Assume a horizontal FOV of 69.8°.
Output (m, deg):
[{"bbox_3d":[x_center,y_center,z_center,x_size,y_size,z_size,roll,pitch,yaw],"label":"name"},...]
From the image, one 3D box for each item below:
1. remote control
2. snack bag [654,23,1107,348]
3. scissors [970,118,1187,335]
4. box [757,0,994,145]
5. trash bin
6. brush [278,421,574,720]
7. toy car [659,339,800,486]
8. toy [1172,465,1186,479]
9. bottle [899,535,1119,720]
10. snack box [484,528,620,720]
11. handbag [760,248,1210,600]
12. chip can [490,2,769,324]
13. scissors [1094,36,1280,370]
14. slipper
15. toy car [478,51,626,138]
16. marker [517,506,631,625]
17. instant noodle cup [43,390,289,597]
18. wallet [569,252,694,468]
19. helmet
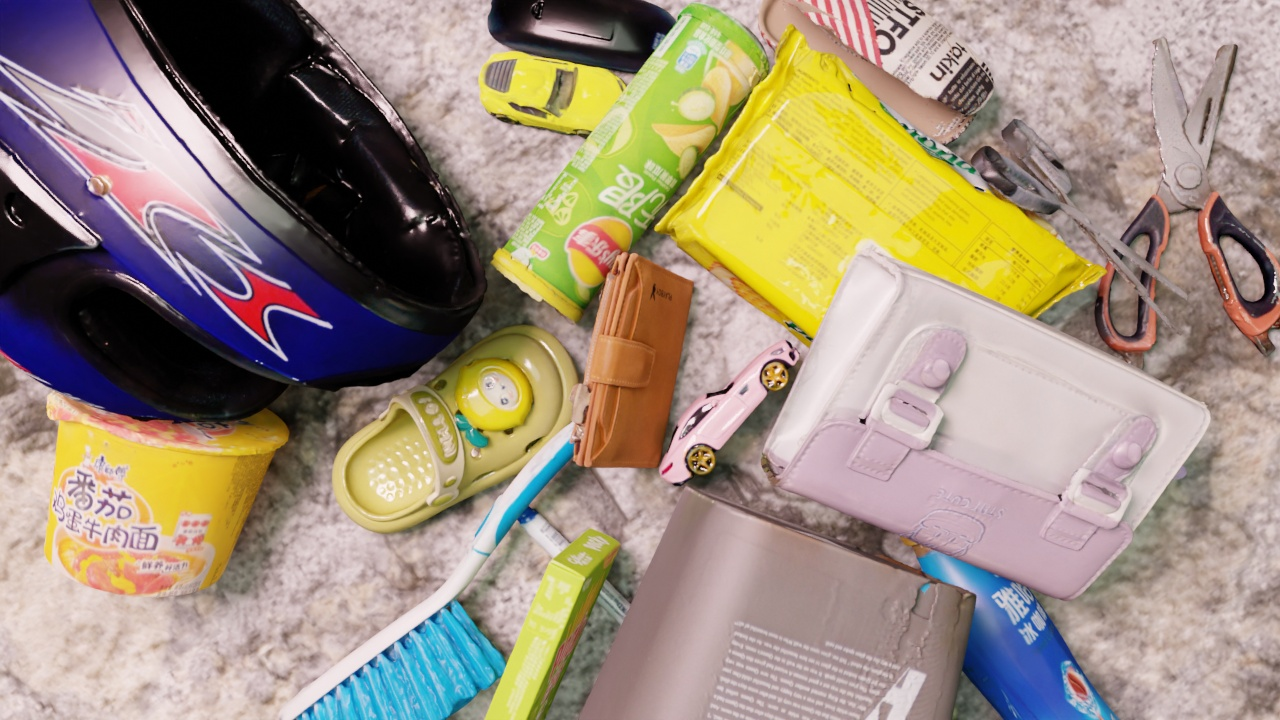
[{"bbox_3d":[-0.041,-0.234,0.635,0.136,0.024,0.053,12,90,5],"label":"remote control"},{"bbox_3d":[0.143,-0.073,0.580,0.246,0.068,0.158,38,102,2],"label":"snack bag"},{"bbox_3d":[0.271,-0.089,0.569,0.181,0.159,0.014,22,135,-22],"label":"scissors"},{"bbox_3d":[0.153,-0.204,0.613,0.163,0.081,0.074,34,60,6],"label":"box"},{"bbox_3d":[0.067,0.203,0.523,0.199,0.199,0.219,21,86,-5],"label":"trash bin"},{"bbox_3d":[-0.119,0.164,0.607,0.315,0.060,0.109,-37,80,7],"label":"brush"},{"bbox_3d":[0.055,0.032,0.603,0.037,0.056,0.122,42,92,-1],"label":"toy car"},{"bbox_3d":[0.282,0.066,0.590,0.108,0.039,0.084,-32,87,8],"label":"toy"},{"bbox_3d":[0.234,0.185,0.576,0.065,0.065,0.218,-35,86,3],"label":"bottle"},{"bbox_3d":[-0.062,0.188,0.581,0.026,0.085,0.156,24,98,10],"label":"snack box"},{"bbox_3d":[0.187,0.041,0.518,0.197,0.098,0.145,22,108,-9],"label":"handbag"},{"bbox_3d":[-0.004,-0.130,0.605,0.072,0.072,0.221,38,92,5],"label":"chip can"},{"bbox_3d":[0.360,-0.097,0.602,0.189,0.015,0.221,-38,84,3],"label":"scissors"},{"bbox_3d":[-0.127,0.051,0.606,0.190,0.081,0.091,-33,88,5],"label":"slipper"},{"bbox_3d":[-0.060,-0.185,0.632,0.105,0.032,0.048,13,89,4],"label":"toy car"},{"bbox_3d":[-0.029,0.154,0.625,0.146,0.017,0.017,43,92,5],"label":"marker"},{"bbox_3d":[-0.315,0.080,0.599,0.138,0.138,0.110,21,97,5],"label":"instant noodle cup"},{"bbox_3d":[-0.003,0.003,0.585,0.031,0.107,0.131,11,88,25],"label":"wallet"},{"bbox_3d":[-0.270,-0.080,0.543,0.241,0.246,0.315,-39,88,21],"label":"helmet"}]
